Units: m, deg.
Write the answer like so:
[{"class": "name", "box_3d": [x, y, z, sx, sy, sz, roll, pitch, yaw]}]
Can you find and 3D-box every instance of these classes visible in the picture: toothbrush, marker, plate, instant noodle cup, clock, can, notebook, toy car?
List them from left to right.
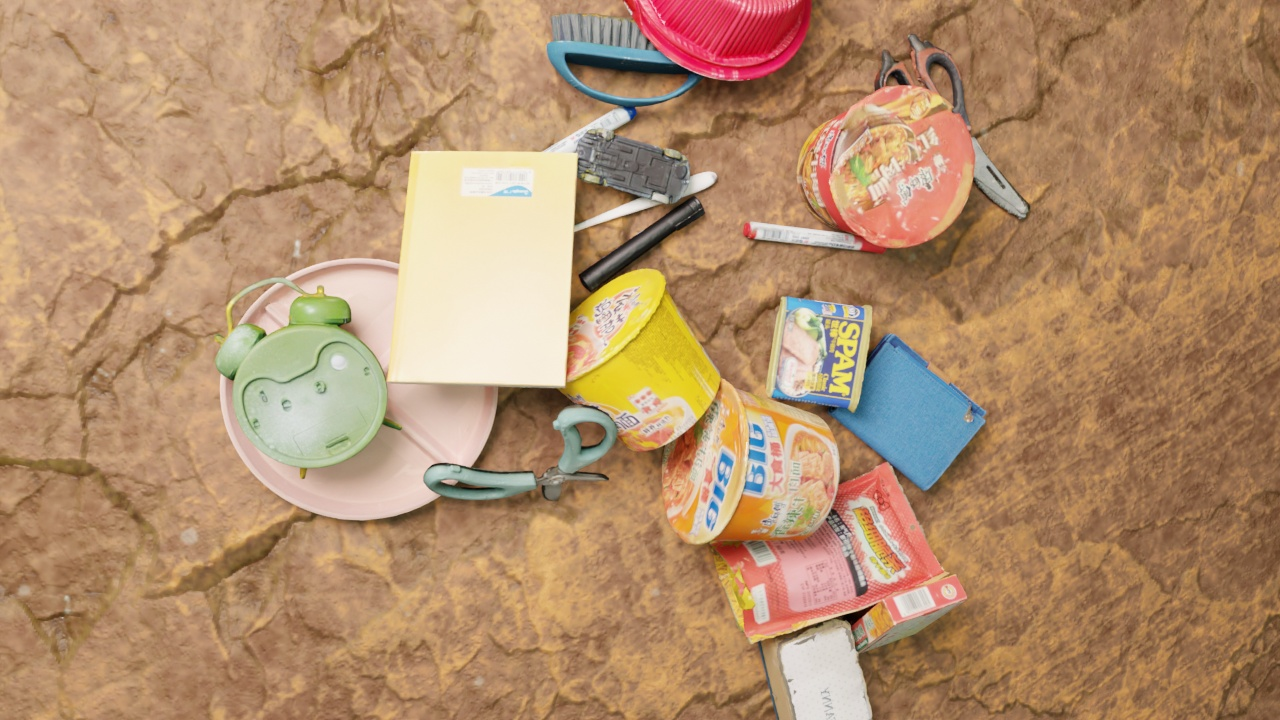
[{"class": "clock", "box_3d": [-0.273, 0.010, 0.744, 0.116, 0.056, 0.161, -27, 105, -9]}, {"class": "plate", "box_3d": [-0.240, 0.026, 0.799, 0.229, 0.028, 0.229, -3, 100, -14]}, {"class": "notebook", "box_3d": [-0.127, -0.079, 0.758, 0.146, 0.010, 0.206, 1, 75, 2]}, {"class": "marker", "box_3d": [-0.067, -0.187, 0.811, 0.145, 0.017, 0.017, -32, 105, -7]}, {"class": "toothbrush", "box_3d": [-0.011, -0.138, 0.833, 0.180, 0.016, 0.016, -22, 100, -10]}, {"class": "toy car", "box_3d": [-0.007, -0.171, 0.812, 0.105, 0.031, 0.049, 13, 100, -16]}, {"class": "instant noodle cup", "box_3d": [-0.005, 0.005, 0.804, 0.138, 0.138, 0.110, -43, 115, -4]}, {"class": "marker", "box_3d": [0.002, -0.106, 0.839, 0.132, 0.022, 0.020, -35, 148, -6]}, {"class": "instant noodle cup", "box_3d": [0.074, -0.336, 0.765, 0.193, 0.066, 0.193, 4, 79, -21]}, {"class": "instant noodle cup", "box_3d": [0.102, 0.098, 0.838, 0.111, 0.151, 0.151, 12, 96, -24]}, {"class": "marker", "box_3d": [0.168, -0.118, 0.881, 0.145, 0.017, 0.017, 4, 98, -14]}, {"class": "can", "box_3d": [0.168, -0.007, 0.868, 0.083, 0.057, 0.102, 8, 96, 4]}, {"class": "instant noodle cup", "box_3d": [0.214, -0.172, 0.835, 0.137, 0.108, 0.138, -2, 99, -13]}]

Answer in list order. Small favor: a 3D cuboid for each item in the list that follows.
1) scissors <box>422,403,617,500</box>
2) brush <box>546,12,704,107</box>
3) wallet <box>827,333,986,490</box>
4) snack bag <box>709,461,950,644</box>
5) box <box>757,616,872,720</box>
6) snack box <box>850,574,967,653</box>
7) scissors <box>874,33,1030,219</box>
[{"class": "scissors", "box_3d": [-0.098, 0.086, 0.787, 0.169, 0.175, 0.019, -2, 58, -19]}, {"class": "brush", "box_3d": [-0.010, -0.257, 0.793, 0.143, 0.055, 0.073, 2, 97, -15]}, {"class": "wallet", "box_3d": [0.268, 0.051, 0.920, 0.133, 0.040, 0.106, 38, 90, -9]}, {"class": "snack bag", "box_3d": [0.181, 0.191, 0.900, 0.207, 0.073, 0.128, -19, 64, -9]}, {"class": "box", "box_3d": [0.179, 0.332, 0.935, 0.089, 0.063, 0.184, -15, 100, -12]}, {"class": "snack box", "box_3d": [0.255, 0.253, 0.901, 0.077, 0.156, 0.027, -15, 64, -11]}, {"class": "scissors", "box_3d": [0.321, -0.227, 0.900, 0.209, 0.015, 0.182, 5, 97, -15]}]
